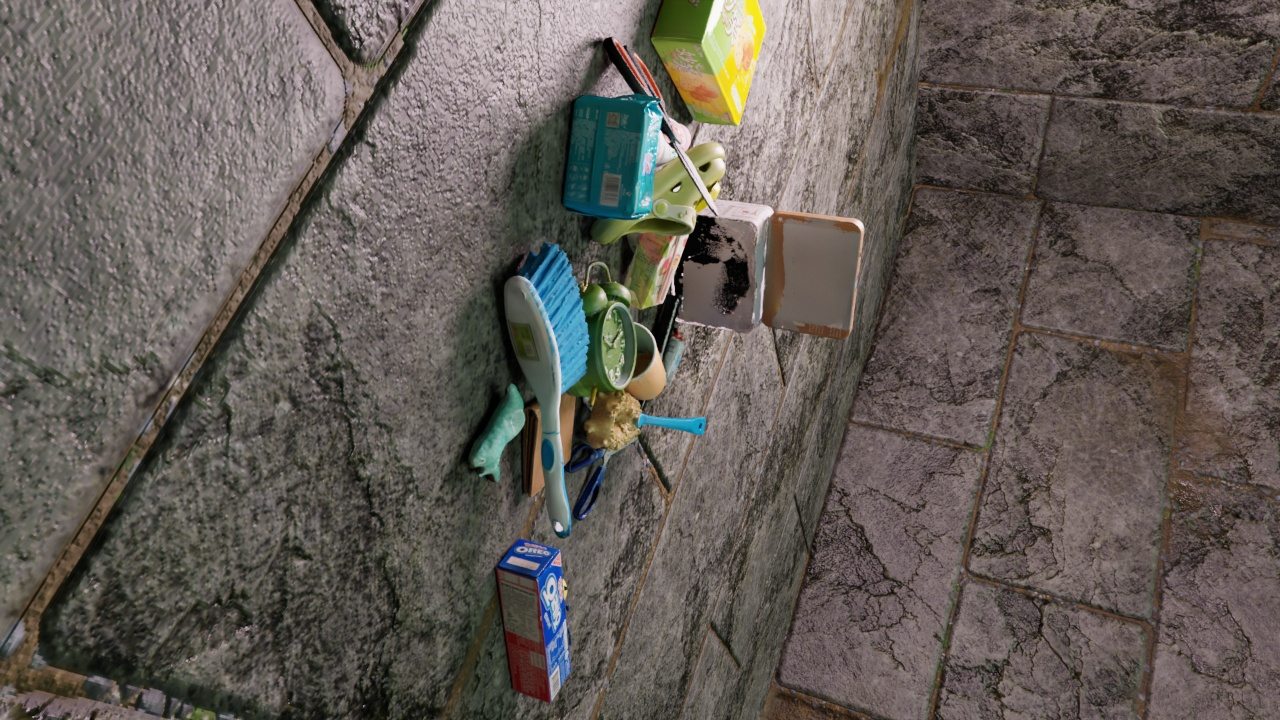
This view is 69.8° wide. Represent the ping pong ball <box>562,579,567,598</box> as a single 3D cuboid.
[{"bbox_3d":[-0.109,0.278,1.107,0.040,0.040,0.040,13,89,-69],"label":"ping pong ball"}]

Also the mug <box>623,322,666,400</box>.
[{"bbox_3d":[-0.007,0.007,1.179,0.123,0.078,0.078,56,50,-69],"label":"mug"}]

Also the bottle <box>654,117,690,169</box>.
[{"bbox_3d":[0.012,-0.259,1.092,0.196,0.068,0.068,-36,134,-65],"label":"bottle"}]

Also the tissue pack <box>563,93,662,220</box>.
[{"bbox_3d":[-0.029,-0.216,0.970,0.050,0.093,0.133,-17,118,-61],"label":"tissue pack"}]

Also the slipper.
[{"bbox_3d":[0.029,-0.178,1.069,0.190,0.092,0.081,-37,99,-18],"label":"slipper"}]

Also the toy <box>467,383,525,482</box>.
[{"bbox_3d":[-0.145,0.081,0.930,0.091,0.030,0.097,-57,159,-32],"label":"toy"}]

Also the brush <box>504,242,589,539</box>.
[{"bbox_3d":[-0.091,0.039,0.966,0.109,0.061,0.315,-53,141,-47],"label":"brush"}]

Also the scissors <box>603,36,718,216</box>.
[{"bbox_3d":[0.019,-0.254,0.986,0.148,0.022,0.234,30,33,-53],"label":"scissors"}]

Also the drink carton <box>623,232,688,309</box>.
[{"bbox_3d":[0.022,-0.127,1.159,0.053,0.045,0.123,-20,136,-54],"label":"drink carton"}]

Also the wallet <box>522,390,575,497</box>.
[{"bbox_3d":[-0.103,0.086,1.049,0.101,0.020,0.115,-40,141,-59],"label":"wallet"}]

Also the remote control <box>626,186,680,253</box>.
[{"bbox_3d":[0.027,-0.197,1.185,0.135,0.019,0.056,-59,156,-14],"label":"remote control"}]

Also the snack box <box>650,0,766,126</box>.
[{"bbox_3d":[0.095,-0.425,1.196,0.210,0.070,0.157,39,66,-67],"label":"snack box"}]

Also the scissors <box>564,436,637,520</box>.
[{"bbox_3d":[-0.051,0.130,1.189,0.162,0.012,0.174,21,88,-62],"label":"scissors"}]

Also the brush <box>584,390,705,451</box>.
[{"bbox_3d":[0.016,0.082,1.206,0.254,0.046,0.083,9,90,-52],"label":"brush"}]

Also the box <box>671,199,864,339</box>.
[{"bbox_3d":[0.178,-0.128,1.306,0.082,0.260,0.177,-49,144,-54],"label":"box"}]

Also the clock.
[{"bbox_3d":[-0.049,-0.033,1.049,0.116,0.056,0.161,-18,106,-67],"label":"clock"}]

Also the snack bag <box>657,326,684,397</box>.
[{"bbox_3d":[0.043,0.002,1.357,0.045,0.026,0.105,75,34,-66],"label":"snack bag"}]

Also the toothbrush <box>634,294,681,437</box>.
[{"bbox_3d":[0.017,0.009,1.300,0.026,0.027,0.212,21,80,-24],"label":"toothbrush"}]

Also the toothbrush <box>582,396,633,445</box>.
[{"bbox_3d":[-0.041,0.079,1.200,0.187,0.017,0.016,58,48,-61],"label":"toothbrush"}]

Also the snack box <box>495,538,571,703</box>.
[{"bbox_3d":[-0.121,0.304,1.067,0.057,0.058,0.208,-50,145,-50],"label":"snack box"}]
